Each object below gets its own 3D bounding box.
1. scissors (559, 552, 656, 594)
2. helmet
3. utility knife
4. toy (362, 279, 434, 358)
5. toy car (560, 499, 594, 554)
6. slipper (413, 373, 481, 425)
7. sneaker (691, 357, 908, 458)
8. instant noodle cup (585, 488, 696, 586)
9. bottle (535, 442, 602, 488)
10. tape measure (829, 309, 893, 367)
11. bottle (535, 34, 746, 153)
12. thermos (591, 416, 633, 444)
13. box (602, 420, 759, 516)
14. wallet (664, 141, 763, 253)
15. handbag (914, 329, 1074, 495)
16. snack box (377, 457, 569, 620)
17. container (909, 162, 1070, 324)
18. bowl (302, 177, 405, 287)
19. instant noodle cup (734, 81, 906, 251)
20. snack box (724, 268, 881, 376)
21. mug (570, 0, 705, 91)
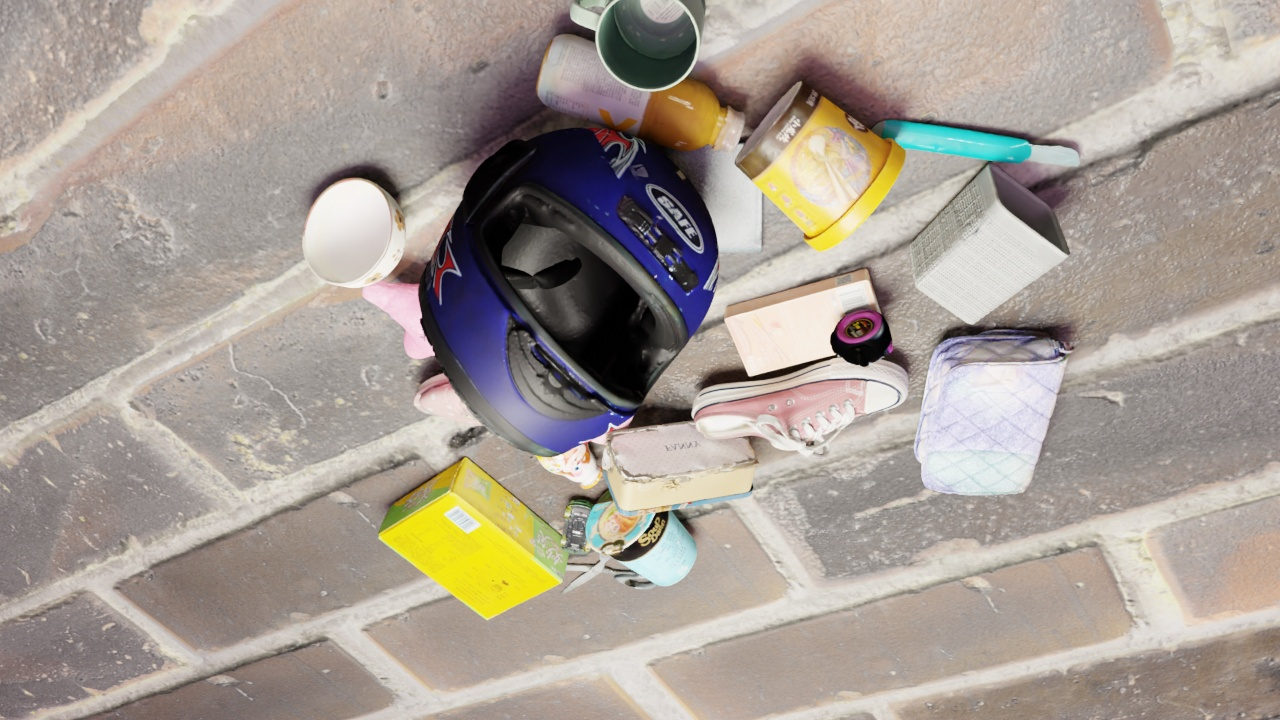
[{"bbox_3d":[-0.060,0.292,1.288,0.181,0.014,0.160,11,128,2],"label":"scissors"},{"bbox_3d":[-0.048,-0.080,0.815,0.241,0.315,0.247,-42,112,11],"label":"helmet"},{"bbox_3d":[0.308,-0.199,0.851,0.196,0.013,0.029,10,128,5],"label":"utility knife"},{"bbox_3d":[-0.188,-0.045,1.012,0.195,0.074,0.179,-13,137,16],"label":"toy"},{"bbox_3d":[-0.082,0.220,1.221,0.043,0.036,0.091,12,129,1],"label":"toy car"},{"bbox_3d":[-0.153,0.044,1.040,0.275,0.054,0.114,-12,153,34],"label":"slipper"},{"bbox_3d":[0.176,0.062,1.010,0.241,0.087,0.118,-10,142,11],"label":"sneaker"},{"bbox_3d":[0.008,0.228,1.176,0.111,0.111,0.120,-25,127,25],"label":"instant noodle cup"},{"bbox_3d":[-0.092,0.111,1.123,0.063,0.063,0.108,-29,118,27],"label":"bottle"},{"bbox_3d":[0.227,-0.021,0.938,0.057,0.057,0.039,-42,126,-14],"label":"tape measure"},{"bbox_3d":[0.002,-0.237,0.837,0.189,0.067,0.068,18,128,-5],"label":"bottle"},{"bbox_3d":[-0.006,0.006,1.032,0.087,0.067,0.199,5,131,-28],"label":"thermos"},{"bbox_3d":[0.051,0.119,1.061,0.184,0.089,0.064,-3,130,-17],"label":"box"},{"bbox_3d":[0.075,-0.161,0.917,0.097,0.019,0.121,0,126,6],"label":"wallet"},{"bbox_3d":[0.378,0.057,1.000,0.134,0.075,0.194,1,129,3],"label":"handbag"},{"bbox_3d":[-0.222,0.245,1.242,0.158,0.069,0.210,-32,117,28],"label":"snack box"},{"bbox_3d":[0.325,-0.107,0.874,0.090,0.090,0.115,32,128,-14],"label":"container"},{"bbox_3d":[-0.288,-0.128,0.959,0.114,0.113,0.062,-17,166,21],"label":"bowl"},{"bbox_3d":[0.157,-0.179,0.832,0.114,0.118,0.119,37,124,-9],"label":"instant noodle cup"},{"bbox_3d":[0.178,-0.039,0.987,0.157,0.026,0.084,-14,124,19],"label":"snack box"},{"bbox_3d":[-0.002,-0.289,0.773,0.112,0.106,0.082,13,129,-2],"label":"mug"}]
